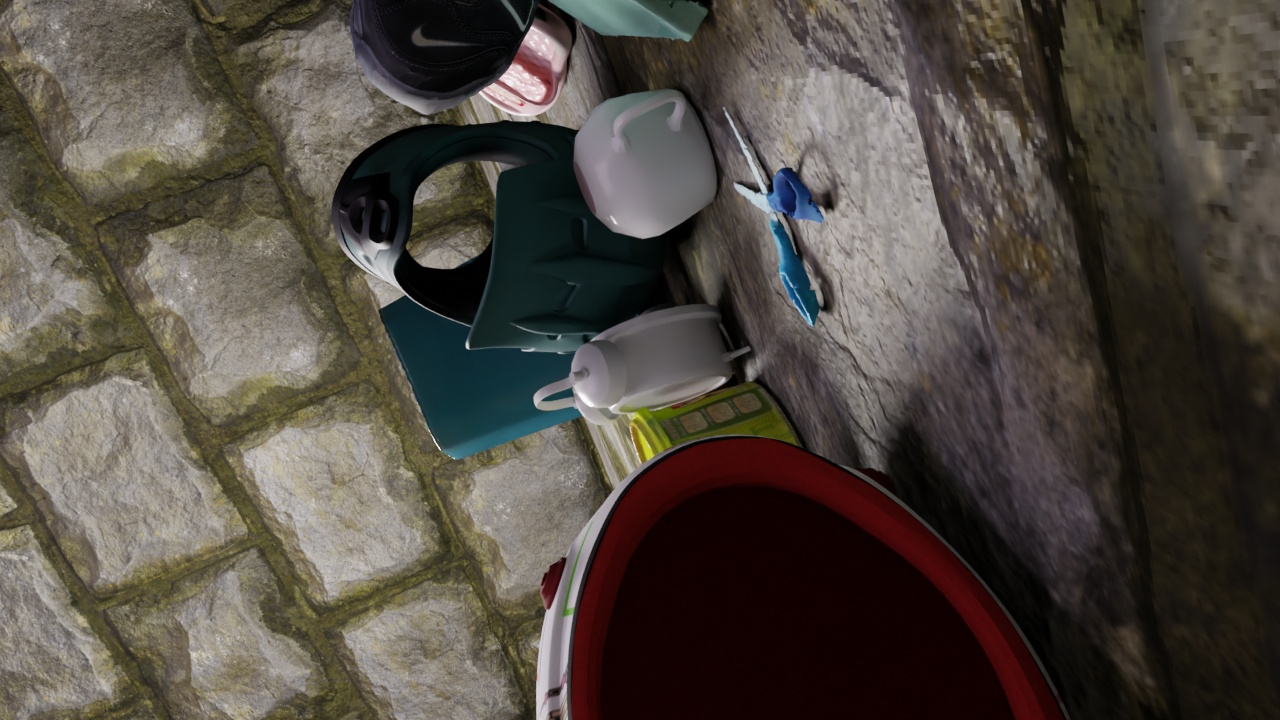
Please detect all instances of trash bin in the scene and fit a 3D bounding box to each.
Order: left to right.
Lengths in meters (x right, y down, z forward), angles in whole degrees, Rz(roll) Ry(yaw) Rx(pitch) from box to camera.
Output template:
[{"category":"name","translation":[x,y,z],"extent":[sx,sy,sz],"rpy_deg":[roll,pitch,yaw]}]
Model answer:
[{"category":"trash bin","translation":[-0.120,-0.017,0.918],"extent":[0.197,0.218,0.199],"rpy_deg":[106,139,-78]}]

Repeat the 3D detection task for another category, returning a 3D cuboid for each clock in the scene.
[{"category":"clock","translation":[-0.004,0.004,0.687],"extent":[0.120,0.159,0.061],"rpy_deg":[101,153,-76]}]

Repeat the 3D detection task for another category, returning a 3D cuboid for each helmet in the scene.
[{"category":"helmet","translation":[-0.086,-0.092,0.699],"extent":[0.274,0.200,0.176],"rpy_deg":[-15,-58,-61]},{"category":"helmet","translation":[0.070,0.189,0.441],"extent":[0.314,0.231,0.236],"rpy_deg":[-113,10,-48]}]

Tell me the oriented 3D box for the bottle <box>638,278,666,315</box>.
[{"category":"bottle","translation":[0.007,-0.062,0.861],"extent":[0.123,0.033,0.033],"rpy_deg":[78,166,-52]}]

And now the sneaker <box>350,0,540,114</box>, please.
[{"category":"sneaker","translation":[-0.074,-0.255,0.452],"extent":[0.151,0.097,0.252],"rpy_deg":[161,118,-66]}]

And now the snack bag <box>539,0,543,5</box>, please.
[{"category":"snack bag","translation":[-0.122,-0.367,0.837],"extent":[0.116,0.036,0.077],"rpy_deg":[80,164,-58]}]

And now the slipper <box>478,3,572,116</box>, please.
[{"category":"slipper","translation":[-0.120,-0.279,0.858],"extent":[0.106,0.055,0.222],"rpy_deg":[25,170,-12]}]

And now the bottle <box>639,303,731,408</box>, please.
[{"category":"bottle","translation":[0.035,0.007,0.777],"extent":[0.060,0.060,0.108],"rpy_deg":[82,163,-63]}]

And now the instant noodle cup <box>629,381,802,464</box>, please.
[{"category":"instant noodle cup","translation":[0.064,0.086,0.676],"extent":[0.146,0.097,0.146],"rpy_deg":[63,171,17]}]

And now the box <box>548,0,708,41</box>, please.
[{"category":"box","translation":[-0.017,-0.244,0.526],"extent":[0.187,0.078,0.113],"rpy_deg":[-135,52,-65]}]

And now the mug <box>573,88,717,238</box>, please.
[{"category":"mug","translation":[0.000,-0.128,0.568],"extent":[0.124,0.076,0.090],"rpy_deg":[99,146,-76]}]

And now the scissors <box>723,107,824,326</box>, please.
[{"category":"scissors","translation":[0.071,-0.082,0.477],"extent":[0.127,0.014,0.127],"rpy_deg":[87,162,-78]}]
